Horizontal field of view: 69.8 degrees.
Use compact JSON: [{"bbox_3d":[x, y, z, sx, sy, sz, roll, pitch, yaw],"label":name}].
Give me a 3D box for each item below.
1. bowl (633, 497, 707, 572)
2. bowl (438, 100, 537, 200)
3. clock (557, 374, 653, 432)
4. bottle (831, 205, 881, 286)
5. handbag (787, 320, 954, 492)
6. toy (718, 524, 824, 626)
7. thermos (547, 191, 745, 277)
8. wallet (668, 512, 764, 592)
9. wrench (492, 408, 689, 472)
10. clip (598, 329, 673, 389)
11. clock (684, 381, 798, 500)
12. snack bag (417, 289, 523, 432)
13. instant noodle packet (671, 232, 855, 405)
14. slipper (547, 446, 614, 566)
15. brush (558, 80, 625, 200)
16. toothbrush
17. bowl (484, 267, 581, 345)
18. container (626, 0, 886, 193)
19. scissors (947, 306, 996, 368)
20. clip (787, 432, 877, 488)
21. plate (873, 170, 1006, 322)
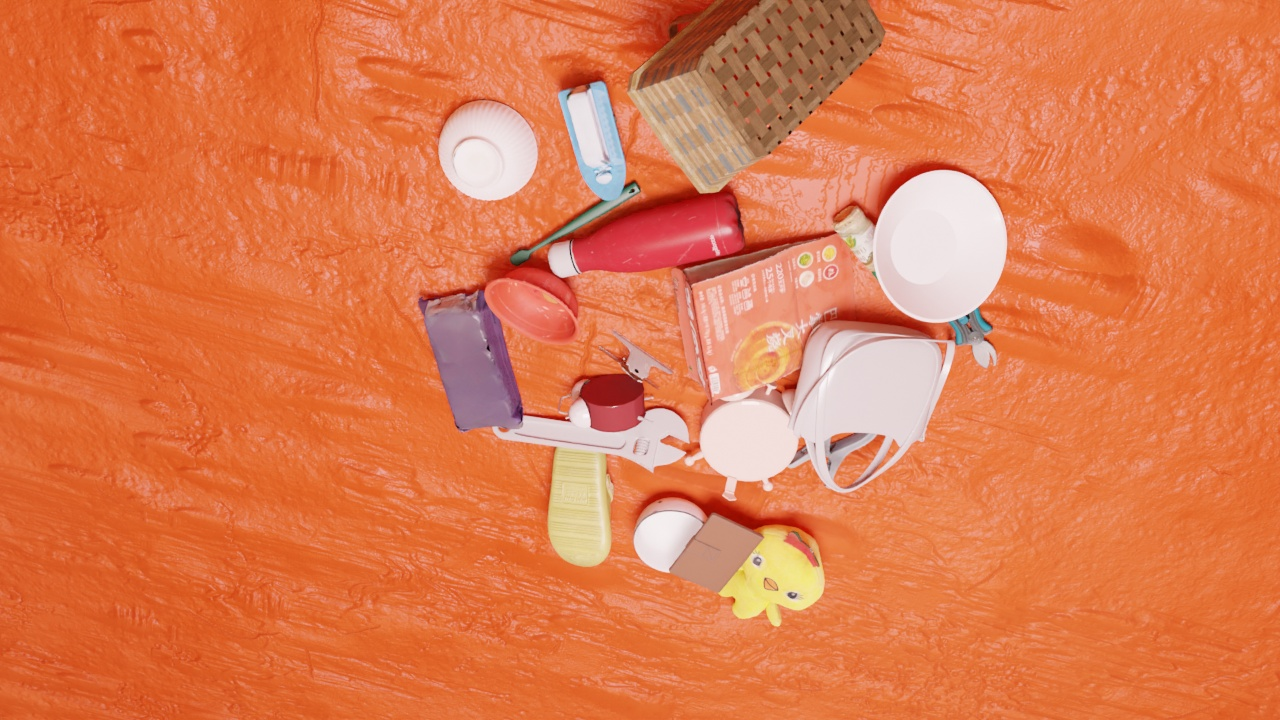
[{"bbox_3d":[0.047,0.242,1.317,0.113,0.063,0.114,2,119,3],"label":"bowl"},{"bbox_3d":[-0.184,-0.239,1.076,0.118,0.062,0.118,2,119,4],"label":"bowl"},{"bbox_3d":[-0.046,0.057,1.212,0.124,0.087,0.044,-3,119,3],"label":"clock"},{"bbox_3d":[0.277,-0.135,1.101,0.043,0.043,0.111,-37,109,22],"label":"bottle"},{"bbox_3d":[0.291,0.067,1.153,0.215,0.095,0.223,4,106,-16],"label":"handbag"},{"bbox_3d":[0.188,0.309,1.329,0.134,0.092,0.208,48,123,5],"label":"toy"},{"bbox_3d":[0.003,-0.143,1.105,0.240,0.073,0.073,-11,117,14],"label":"thermos"},{"bbox_3d":[0.106,0.270,1.285,0.087,0.013,0.121,26,117,-14],"label":"wallet"},{"bbox_3d":[-0.069,0.095,1.256,0.273,0.086,0.018,8,158,11],"label":"wrench"},{"bbox_3d":[-0.008,0.008,1.208,0.102,0.053,0.058,34,153,-13],"label":"clip"},{"bbox_3d":[0.145,0.100,1.224,0.131,0.086,0.161,19,112,-5],"label":"clock"},{"bbox_3d":[-0.223,0.008,1.217,0.096,0.058,0.206,-8,117,9],"label":"snack bag"},{"bbox_3d":[0.164,-0.057,1.128,0.220,0.084,0.164,-17,118,-8],"label":"instant noodle packet"},{"bbox_3d":[-0.081,0.192,1.298,0.092,0.081,0.190,-1,93,13],"label":"slipper"},{"bbox_3d":[-0.051,-0.246,1.052,0.055,0.075,0.136,-10,117,11],"label":"brush"},{"bbox_3d":[-0.082,-0.168,1.133,0.190,0.017,0.016,-28,106,17],"label":"toothbrush"},{"bbox_3d":[-0.128,-0.076,1.151,0.130,0.045,0.131,19,152,11],"label":"bowl"},{"bbox_3d":[0.108,-0.304,0.959,0.249,0.186,0.157,-45,111,-15],"label":"container"},{"bbox_3d":[0.404,-0.050,1.150,0.150,0.019,0.131,12,121,-3],"label":"scissors"},{"bbox_3d":[0.283,0.109,1.243,0.106,0.027,0.164,32,117,-11],"label":"clip"},{"bbox_3d":[0.343,-0.133,1.076,0.174,0.036,0.174,-2,98,-14],"label":"plate"}]
